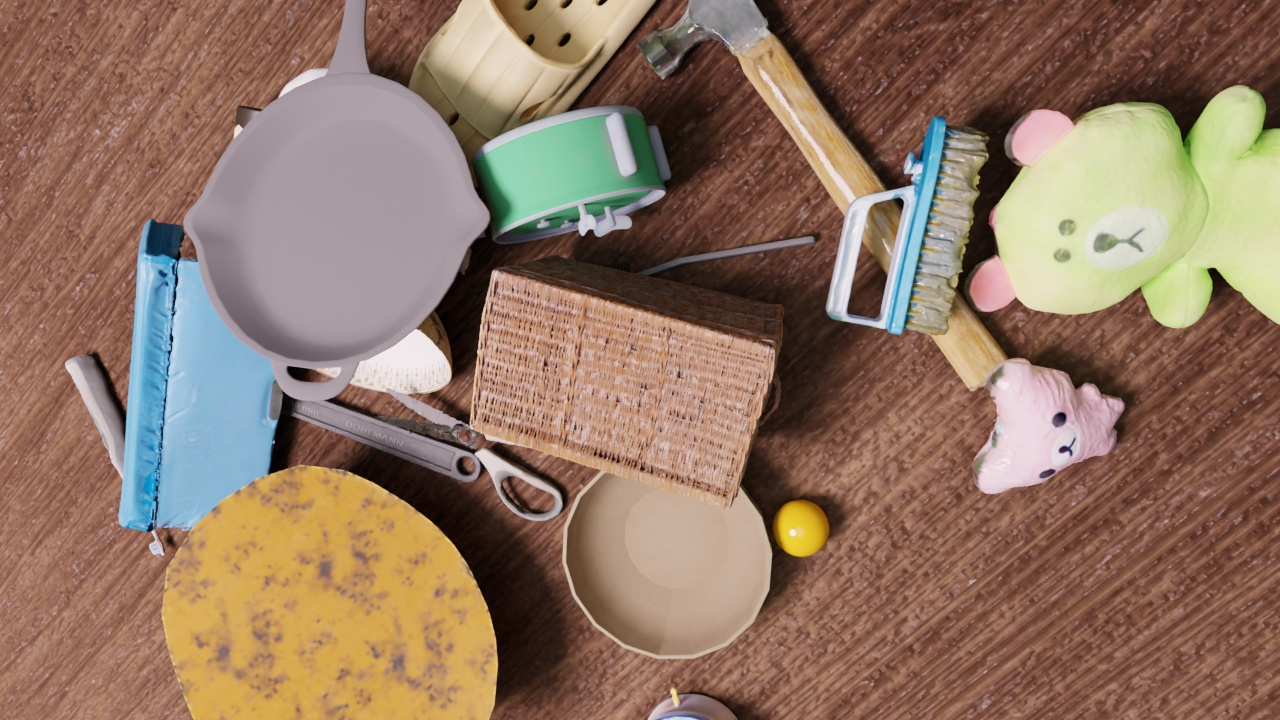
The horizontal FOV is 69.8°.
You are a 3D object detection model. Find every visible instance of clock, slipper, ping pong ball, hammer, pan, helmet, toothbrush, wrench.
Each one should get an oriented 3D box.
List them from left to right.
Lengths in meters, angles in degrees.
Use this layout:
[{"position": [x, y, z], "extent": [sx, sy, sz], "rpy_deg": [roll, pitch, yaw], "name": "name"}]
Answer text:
[{"position": [-0.448, 0.083, 0.793], "extent": [0.024, 0.022, 0.185], "rpy_deg": [-24, 92, -21], "name": "toothbrush"}, {"position": [-0.253, 0.043, 0.746], "extent": [0.273, 0.018, 0.073], "rpy_deg": [19, 100, 9], "name": "wrench"}, {"position": [-0.192, -0.150, 0.603], "extent": [0.217, 0.024, 0.354], "rpy_deg": [2, 82, 14], "name": "pan"}, {"position": [-0.222, 0.212, 0.699], "extent": [0.205, 0.131, 0.255], "rpy_deg": [-39, 80, -16], "name": "helmet"}, {"position": [-0.078, -0.236, 0.639], "extent": [0.262, 0.079, 0.111], "rpy_deg": [-42, 83, 14], "name": "slipper"}, {"position": [-0.065, -0.115, 0.629], "extent": [0.162, 0.121, 0.075], "rpy_deg": [-15, 92, 20], "name": "clock"}, {"position": [0.042, -0.072, 0.663], "extent": [0.167, 0.012, 0.013], "rpy_deg": [-8, 87, 14], "name": "toothbrush"}, {"position": [0.048, 0.311, 0.691], "extent": [0.089, 0.052, 0.125], "rpy_deg": [-44, 86, 14], "name": "clock"}, {"position": [0.115, 0.120, 0.657], "extent": [0.040, 0.040, 0.040], "rpy_deg": [2, 97, 13], "name": "ping pong ball"}, {"position": [0.145, -0.124, 0.625], "extent": [0.132, 0.033, 0.330], "rpy_deg": [-35, 89, 14], "name": "hammer"}]

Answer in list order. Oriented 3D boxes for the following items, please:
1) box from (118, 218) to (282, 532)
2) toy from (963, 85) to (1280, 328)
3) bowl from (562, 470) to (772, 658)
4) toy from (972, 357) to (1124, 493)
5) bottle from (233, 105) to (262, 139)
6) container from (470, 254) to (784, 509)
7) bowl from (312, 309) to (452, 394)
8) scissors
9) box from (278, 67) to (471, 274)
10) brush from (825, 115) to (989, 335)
[{"position": [-0.345, 0.016, 0.731], "extent": [0.112, 0.094, 0.232], "rpy_deg": [5, 111, -28], "name": "box"}, {"position": [0.313, -0.093, 0.558], "extent": [0.197, 0.107, 0.150], "rpy_deg": [13, 123, 20], "name": "toy"}, {"position": [0.022, 0.137, 0.675], "extent": [0.152, 0.050, 0.152], "rpy_deg": [2, 98, 13], "name": "bowl"}, {"position": [0.271, 0.043, 0.605], "extent": [0.096, 0.052, 0.099], "rpy_deg": [-1, 115, -2], "name": "toy"}, {"position": [-0.303, -0.103, 0.723], "extent": [0.045, 0.045, 0.185], "rpy_deg": [13, 102, 11], "name": "bottle"}, {"position": [-0.004, 0.004, 0.624], "extent": [0.198, 0.112, 0.114], "rpy_deg": [15, 110, 10], "name": "container"}, {"position": [-0.202, -0.035, 0.683], "extent": [0.145, 0.145, 0.063], "rpy_deg": [5, 61, 12], "name": "bowl"}, {"position": [-0.116, 0.057, 0.710], "extent": [0.150, 0.012, 0.165], "rpy_deg": [-34, 93, 10], "name": "scissors"}, {"position": [-0.197, -0.130, 0.685], "extent": [0.084, 0.136, 0.146], "rpy_deg": [-26, 66, 20], "name": "box"}, {"position": [0.168, -0.086, 0.580], "extent": [0.075, 0.055, 0.136], "rpy_deg": [12, 100, 6], "name": "brush"}]
